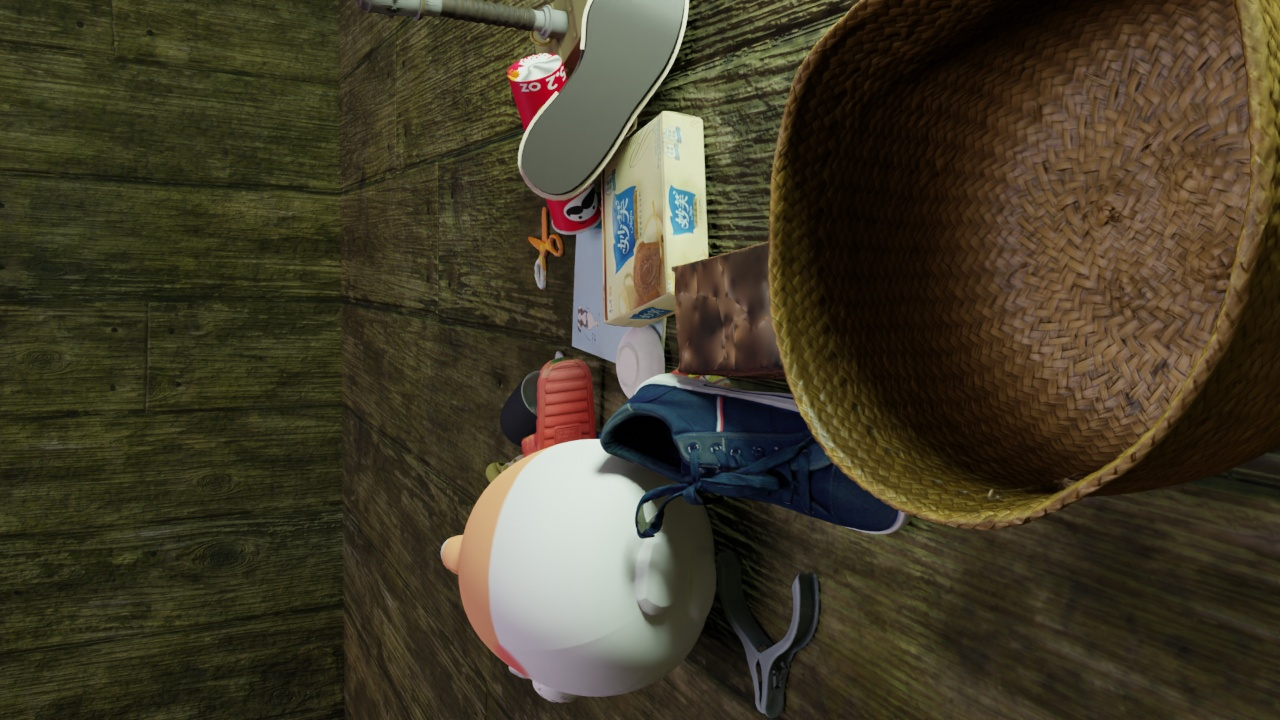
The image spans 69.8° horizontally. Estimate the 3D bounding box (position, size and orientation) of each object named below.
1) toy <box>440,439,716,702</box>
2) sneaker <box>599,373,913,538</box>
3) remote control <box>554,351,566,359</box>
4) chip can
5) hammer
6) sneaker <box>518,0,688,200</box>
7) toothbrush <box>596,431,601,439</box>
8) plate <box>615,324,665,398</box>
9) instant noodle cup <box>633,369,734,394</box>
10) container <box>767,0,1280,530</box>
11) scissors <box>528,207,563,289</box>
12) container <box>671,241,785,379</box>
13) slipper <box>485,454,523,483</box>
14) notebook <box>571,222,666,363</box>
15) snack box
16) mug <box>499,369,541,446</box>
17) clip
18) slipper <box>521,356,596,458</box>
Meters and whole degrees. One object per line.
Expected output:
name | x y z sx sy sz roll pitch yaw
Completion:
toy | -0.063 0.217 0.956 0.281 0.262 0.265 -5 68 36
sneaker | 0.084 0.096 0.791 0.295 0.127 0.121 15 120 35
remote control | -0.125 0.059 1.371 0.045 0.008 0.147 44 129 53
chip can | -0.104 -0.267 1.150 0.069 0.069 0.221 56 166 45
hammer | -0.168 -0.411 1.091 0.191 0.324 0.100 -35 61 58
sneaker | -0.037 -0.314 1.057 0.294 0.111 0.116 -63 4 4
toothbrush | -0.035 0.129 1.179 0.166 0.014 0.016 -133 40 -62
plate | -0.007 0.006 1.112 0.104 0.026 0.104 14 106 61
instant noodle cup | 0.040 0.052 0.989 0.112 0.100 0.100 -176 85 -73
container | 0.234 -0.068 0.503 0.308 0.196 0.307 -1 89 61
scissors | -0.146 -0.167 1.395 0.125 0.011 0.131 37 123 55
container | 0.120 -0.042 0.802 0.199 0.112 0.113 -7 85 63
slipper | -0.167 0.186 1.397 0.191 0.091 0.081 25 82 55
notebook | -0.031 -0.087 1.187 0.254 0.009 0.181 20 109 60
snack box | 0.012 -0.152 1.035 0.154 0.055 0.207 -20 69 59
mug | -0.138 0.086 1.322 0.121 0.085 0.095 45 136 1
clip | 0.133 0.246 0.883 0.165 0.031 0.168 -53 47 52
slipper | -0.110 0.113 1.245 0.059 0.103 0.249 22 111 60
